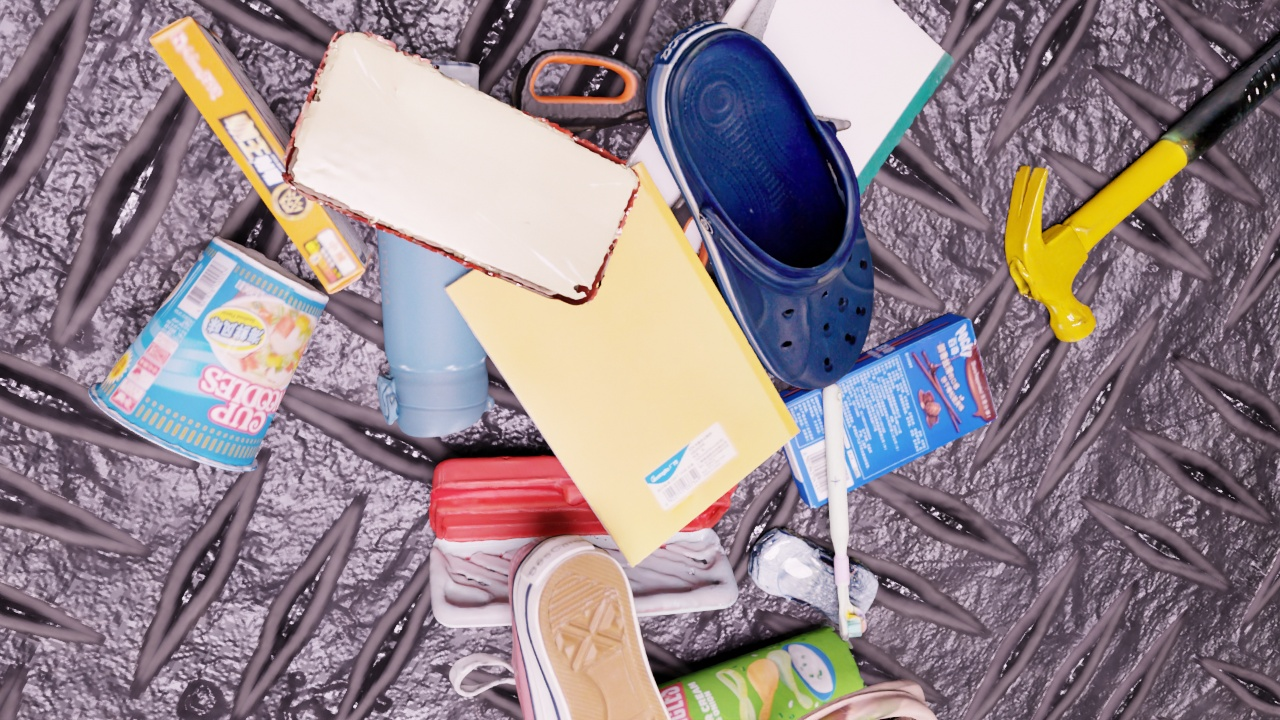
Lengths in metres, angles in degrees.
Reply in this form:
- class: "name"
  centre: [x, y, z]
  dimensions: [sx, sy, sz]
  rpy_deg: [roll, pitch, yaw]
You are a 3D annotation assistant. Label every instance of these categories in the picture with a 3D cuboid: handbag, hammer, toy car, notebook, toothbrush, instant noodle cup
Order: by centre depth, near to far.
- class: "instant noodle cup"
  centre: [-0.238, -0.008, 0.525]
  dimensions: [0.099, 0.099, 0.110]
  rpy_deg: [31, 88, -18]
- class: "notebook"
  centre: [-0.003, 0.003, 0.562]
  dimensions: [0.145, 0.010, 0.206]
  rpy_deg: [-37, 105, -15]
- class: "notebook"
  centre: [0.096, -0.157, 0.606]
  dimensions: [0.150, 0.012, 0.209]
  rpy_deg: [33, 95, -20]
- class: "handbag"
  centre: [0.137, 0.301, 0.647]
  dimensions: [0.193, 0.093, 0.234]
  rpy_deg: [-18, 131, -10]
- class: "toothbrush"
  centre: [0.143, 0.108, 0.649]
  dimensions: [0.029, 0.020, 0.189]
  rpy_deg: [-21, 108, -46]
- class: "hammer"
  centre: [0.389, -0.153, 0.667]
  dimensions: [0.300, 0.033, 0.129]
  rpy_deg: [-40, 110, -1]
- class: "toy car"
  centre: [0.130, 0.162, 0.684]
  dimensions: [0.105, 0.031, 0.049]
  rpy_deg: [26, 94, -16]

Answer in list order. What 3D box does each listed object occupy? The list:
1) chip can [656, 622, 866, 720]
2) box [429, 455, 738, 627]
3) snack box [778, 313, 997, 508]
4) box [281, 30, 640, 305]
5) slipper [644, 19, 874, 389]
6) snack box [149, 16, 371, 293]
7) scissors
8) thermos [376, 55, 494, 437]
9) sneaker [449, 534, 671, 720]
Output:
- class: "chip can"
  centre: [0.045, 0.256, 0.650]
  dimensions: [0.235, 0.072, 0.072]
  rpy_deg: [-12, 106, -19]
- class: "box"
  centre: [-0.034, 0.123, 0.596]
  dimensions: [0.201, 0.100, 0.096]
  rpy_deg: [0, 146, -14]
- class: "snack box"
  centre: [0.176, 0.036, 0.665]
  dimensions: [0.157, 0.026, 0.084]
  rpy_deg: [-24, 107, -6]
- class: "box"
  centre: [-0.089, -0.096, 0.472]
  dimensions: [0.168, 0.077, 0.091]
  rpy_deg: [22, 91, -22]
- class: "slipper"
  centre: [0.092, -0.086, 0.556]
  dimensions: [0.105, 0.095, 0.253]
  rpy_deg: [-36, 122, -8]
- class: "snack box"
  centre: [-0.205, -0.112, 0.512]
  dimensions: [0.026, 0.075, 0.154]
  rpy_deg: [-33, 108, -5]
- class: "scissors"
  centre: [0.026, -0.141, 0.577]
  dimensions: [0.220, 0.022, 0.233]
  rpy_deg: [15, 101, -23]
- class: "thermos"
  centre: [-0.126, -0.064, 0.548]
  dimensions: [0.070, 0.070, 0.220]
  rpy_deg: [-2, 104, -13]
- class: "sneaker"
  centre: [-0.039, 0.210, 0.551]
  dimensions: [0.118, 0.088, 0.241]
  rpy_deg: [-19, 107, -30]
